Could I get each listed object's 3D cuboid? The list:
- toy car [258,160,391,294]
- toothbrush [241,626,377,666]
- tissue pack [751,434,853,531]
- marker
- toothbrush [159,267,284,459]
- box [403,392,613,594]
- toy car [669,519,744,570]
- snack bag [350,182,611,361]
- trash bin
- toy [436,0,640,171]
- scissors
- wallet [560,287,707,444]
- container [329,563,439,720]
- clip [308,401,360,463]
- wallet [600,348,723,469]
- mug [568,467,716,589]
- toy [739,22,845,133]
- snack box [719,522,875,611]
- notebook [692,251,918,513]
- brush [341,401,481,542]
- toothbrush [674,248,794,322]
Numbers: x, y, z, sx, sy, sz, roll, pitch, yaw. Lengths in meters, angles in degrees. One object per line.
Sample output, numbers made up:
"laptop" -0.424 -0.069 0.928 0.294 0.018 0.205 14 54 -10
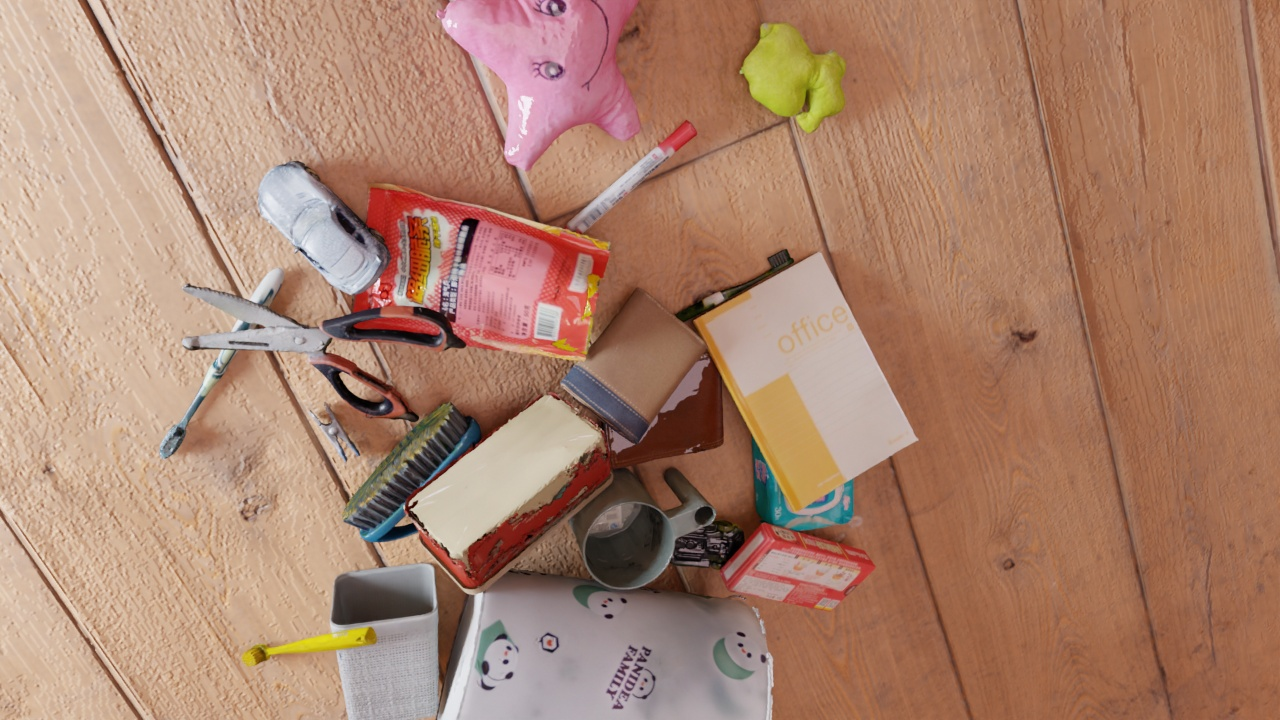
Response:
"toy car" -0.255 -0.106 0.736 0.054 0.036 0.120 -44 92 11
"toothbrush" -0.286 0.245 0.781 0.191 0.016 0.015 -20 92 37
"tissue pack" 0.161 0.101 0.907 0.093 0.050 0.133 -9 107 -11
"marker" -0.009 -0.159 0.809 0.145 0.017 0.017 -41 111 -1
"toothbrush" -0.350 0.004 0.764 0.016 0.018 0.192 32 95 -21
"box" -0.109 0.106 0.781 0.168 0.091 0.078 -39 144 -23
"toy car" 0.050 0.177 0.909 0.105 0.032 0.048 5 104 -7
"snack bag" -0.136 -0.069 0.778 0.208 0.073 0.129 11 102 -6
"trash bin" -0.044 0.302 0.826 0.251 0.229 0.230 15 100 -12
"toy" -0.076 -0.249 0.734 0.178 0.074 0.195 2 104 -24
"scissors" -0.256 -0.011 0.755 0.189 0.015 0.226 -26 130 16
"wallet" -0.005 0.005 0.824 0.090 0.033 0.115 39 82 -11
"container" -0.227 0.259 0.830 0.090 0.090 0.114 -4 109 -13
"clip" -0.266 0.063 0.799 0.036 0.025 0.058 -32 105 -12
"wallet" 0.020 0.042 0.865 0.124 0.032 0.101 -10 104 -13
"mug" -0.004 0.143 0.847 0.124 0.103 0.084 -20 109 -10
"toy" 0.137 -0.250 0.815 0.100 0.031 0.097 -8 109 -13
"snack box" 0.159 0.209 0.918 0.152 0.025 0.075 20 118 -33
"notebook" 0.158 0.019 0.868 0.145 0.010 0.206 -28 93 -12
"brush" -0.193 0.107 0.813 0.144 0.055 0.073 -45 114 0
"toothbrush" 0.061 -0.056 0.858 0.185 0.012 0.017 -28 104 -6
